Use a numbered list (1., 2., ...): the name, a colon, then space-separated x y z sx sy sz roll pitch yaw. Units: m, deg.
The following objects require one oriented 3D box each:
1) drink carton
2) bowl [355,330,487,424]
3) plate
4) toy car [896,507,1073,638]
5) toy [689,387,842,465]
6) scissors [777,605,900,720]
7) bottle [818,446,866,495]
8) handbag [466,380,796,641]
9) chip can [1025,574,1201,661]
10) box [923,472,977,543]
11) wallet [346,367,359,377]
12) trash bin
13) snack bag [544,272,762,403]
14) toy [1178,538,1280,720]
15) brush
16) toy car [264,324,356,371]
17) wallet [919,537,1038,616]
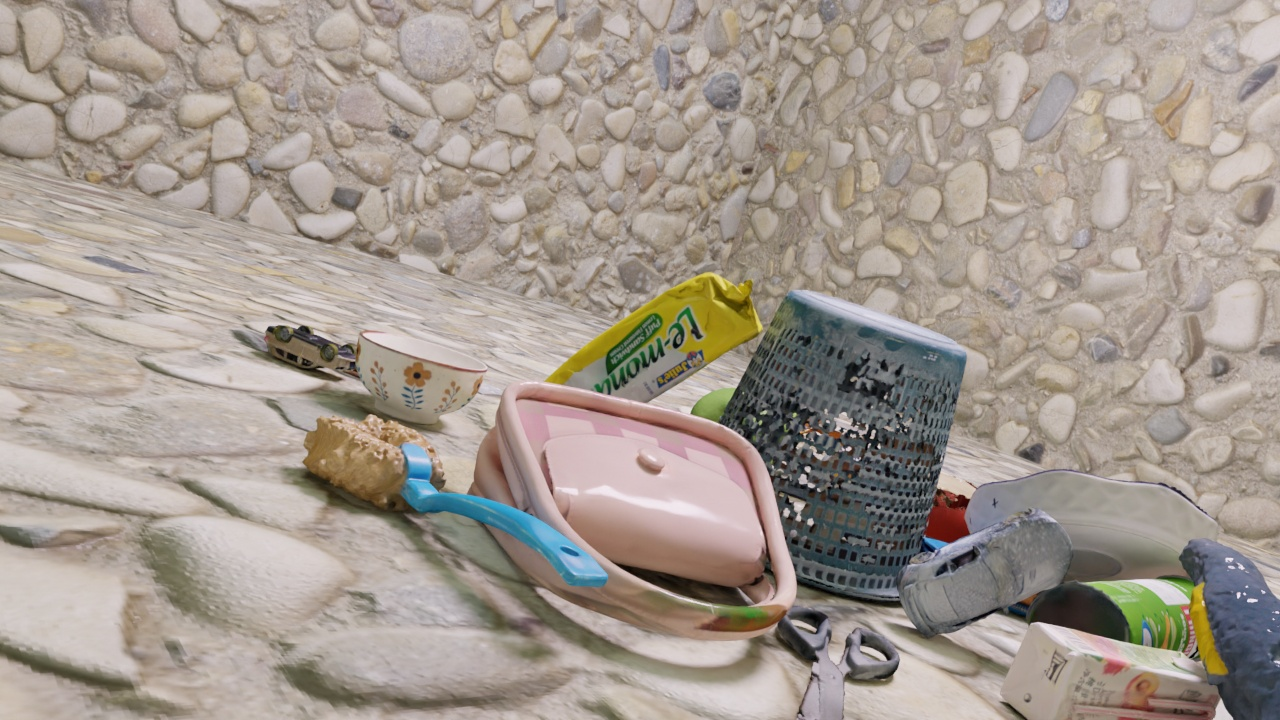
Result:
1. drink carton: 0.283 0.196 0.544 0.122 0.053 0.045 16 10 -18
2. bowl: -0.197 0.018 0.802 0.113 0.062 0.113 18 6 -2
3. plate: 0.399 0.164 0.827 0.205 0.045 0.205 14 -29 7
4. toy car: 0.235 0.146 0.626 0.121 0.054 0.036 -27 4 4
5. toy: 0.119 0.075 1.018 0.227 0.090 0.246 0 -6 18
6. scissors: 0.093 0.166 0.489 0.172 0.014 0.145 10 10 -38
7. bottle: 0.232 0.136 0.930 0.068 0.068 0.189 17 5 -6
8. handbag: 0.004 0.101 0.559 0.193 0.093 0.234 15 13 -19
9. chip can: 0.372 0.200 0.694 0.235 0.072 0.072 12 7 -44
10. box: 0.327 0.152 1.001 0.091 0.079 0.168 18 5 6
11. wallet: -0.259 0.008 0.952 0.101 0.020 0.115 18 8 20
12. trash bin: 0.160 0.054 0.750 0.226 0.195 0.226 18 10 -3
13. snack bag: -0.005 0.005 0.783 0.068 0.247 0.158 58 9 3
14. toy: 0.388 0.207 0.453 0.137 0.091 0.356 1 28 -25
15. brush: -0.109 0.076 0.519 0.255 0.046 0.083 14 -2 45
16. toy car: -0.309 -0.009 0.869 0.090 0.035 0.042 19 7 12
17. wallet: 0.317 0.192 0.806 0.133 0.040 0.106 17 1 3
